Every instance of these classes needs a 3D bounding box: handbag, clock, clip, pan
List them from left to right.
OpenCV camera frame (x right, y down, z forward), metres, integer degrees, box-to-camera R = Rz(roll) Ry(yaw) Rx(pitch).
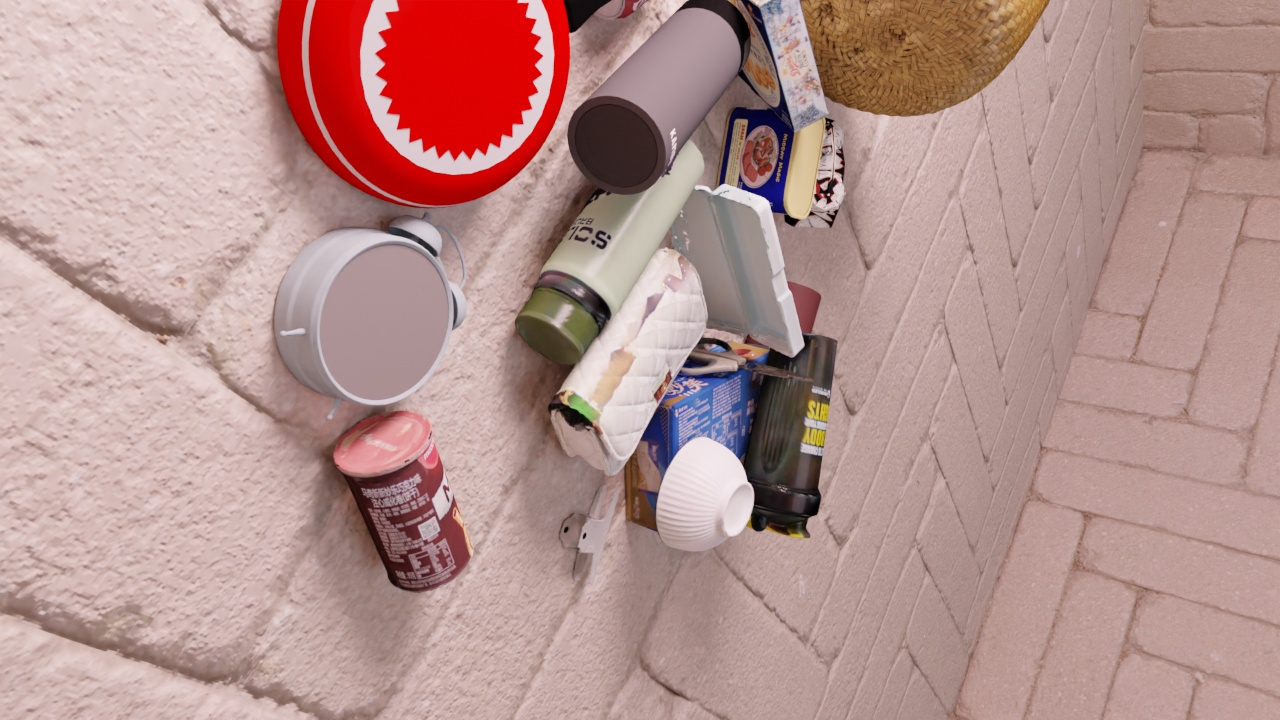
[{"bbox_3d":[-0.181,-0.037,0.648,0.158,0.045,0.123,-46,136,-35],"label":"clock"},{"bbox_3d":[-0.082,-0.239,0.658,0.355,0.067,0.209,-31,131,-29],"label":"pan"},{"bbox_3d":[-0.047,0.175,0.912,0.058,0.050,0.101,25,79,-68],"label":"clip"},{"bbox_3d":[-0.005,0.005,0.857,0.194,0.072,0.139,-59,159,-24],"label":"handbag"},{"bbox_3d":[0.193,-0.214,1.051,0.155,0.065,0.114,118,-27,-82],"label":"clock"}]

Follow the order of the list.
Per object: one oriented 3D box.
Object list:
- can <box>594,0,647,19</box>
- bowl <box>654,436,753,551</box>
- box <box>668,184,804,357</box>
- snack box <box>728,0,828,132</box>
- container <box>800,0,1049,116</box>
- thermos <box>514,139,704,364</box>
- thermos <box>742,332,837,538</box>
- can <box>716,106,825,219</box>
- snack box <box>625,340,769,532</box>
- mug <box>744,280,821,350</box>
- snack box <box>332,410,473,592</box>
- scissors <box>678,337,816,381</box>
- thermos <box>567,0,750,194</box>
[{"bbox_3d":[-0.006,-0.334,0.785,0.096,0.054,0.054,-51,138,-32],"label":"can"},{"bbox_3d":[0.074,0.142,0.929,0.117,0.062,0.118,-24,121,-48],"label":"bowl"},{"bbox_3d":[0.094,-0.094,0.934,0.040,0.135,0.197,-44,135,-24],"label":"box"},{"bbox_3d":[0.122,-0.319,0.900,0.042,0.144,0.145,-28,133,2],"label":"snack box"},{"bbox_3d":[0.261,-0.400,0.934,0.196,0.307,0.307,-57,141,-19],"label":"container"},{"bbox_3d":[-0.028,-0.102,0.818,0.230,0.082,0.082,-60,142,-23],"label":"thermos"},{"bbox_3d":[0.160,0.080,1.007,0.098,0.098,0.221,12,88,-55],"label":"thermos"},{"bbox_3d":[0.139,-0.216,0.994,0.056,0.092,0.116,-1,102,-54],"label":"can"},{"bbox_3d":[0.070,0.082,1.019,0.202,0.069,0.155,-25,121,-48],"label":"snack box"},{"bbox_3d":[0.175,-0.047,1.132,0.106,0.073,0.082,55,51,-82],"label":"mug"},{"bbox_3d":[-0.173,0.106,0.684,0.072,0.072,0.121,-43,133,-39],"label":"snack box"},{"bbox_3d":[0.099,0.010,0.955,0.121,0.171,0.013,-20,121,-19],"label":"scissors"},{"bbox_3d":[0.024,-0.236,0.789,0.239,0.082,0.082,-59,144,-45],"label":"thermos"}]
